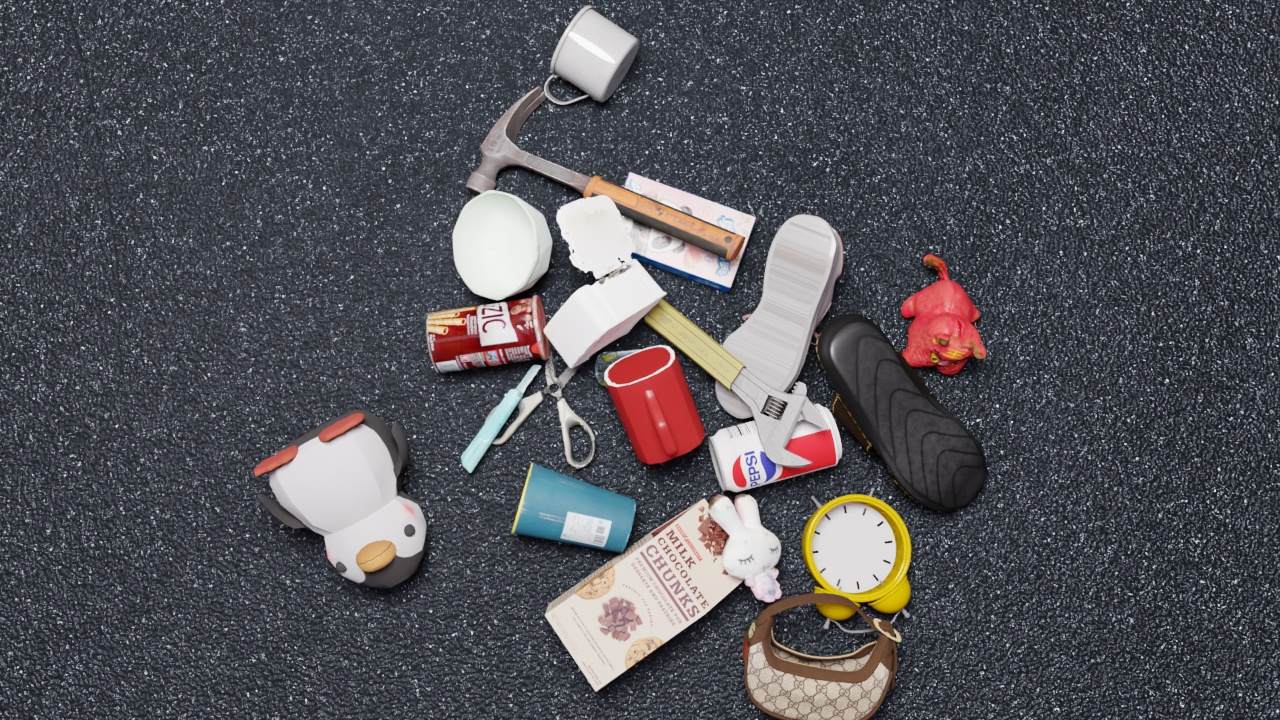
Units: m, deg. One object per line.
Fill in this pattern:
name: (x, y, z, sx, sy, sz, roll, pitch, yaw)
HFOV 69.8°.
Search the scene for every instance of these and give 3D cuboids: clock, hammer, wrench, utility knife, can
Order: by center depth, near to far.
wrench: (0.089, 0.012, 0.989, 0.273, 0.018, 0.083, 39, 95, 24)
can: (0.146, 0.096, 1.002, 0.132, 0.070, 0.070, -15, 85, -3)
clock: (0.237, 0.219, 1.004, 0.113, 0.052, 0.152, -7, 81, -2)
hammer: (-0.028, -0.193, 1.011, 0.314, 0.035, 0.137, 25, 87, 12)
utility knife: (-0.155, 0.061, 1.014, 0.022, 0.015, 0.141, 34, 88, 27)

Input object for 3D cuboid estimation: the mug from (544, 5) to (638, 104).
mug: (-0.058, -0.332, 1.036, 0.070, 0.084, 0.113, 33, 119, -1)

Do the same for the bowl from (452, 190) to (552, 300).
bowl: (-0.144, -0.126, 1.009, 0.118, 0.061, 0.117, 3, 97, 30)

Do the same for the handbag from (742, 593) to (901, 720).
handbag: (0.192, 0.313, 0.970, 0.166, 0.063, 0.138, 10, 109, 0)

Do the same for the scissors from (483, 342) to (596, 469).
scissors: (-0.104, 0.048, 1.029, 0.157, 0.012, 0.171, -23, 82, -2)

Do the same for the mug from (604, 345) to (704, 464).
mug: (0.017, 0.051, 0.965, 0.080, 0.116, 0.096, -22, 111, 0)

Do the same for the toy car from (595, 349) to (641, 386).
toy car: (-0.006, 0.006, 1.025, 0.089, 0.027, 0.039, -5, 108, -4)

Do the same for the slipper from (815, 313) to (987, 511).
slipper: (0.279, 0.060, 1.006, 0.113, 0.076, 0.268, -44, 103, -10)

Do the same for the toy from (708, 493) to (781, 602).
toy: (0.117, 0.197, 0.975, 0.079, 0.038, 0.122, -9, 72, -43)

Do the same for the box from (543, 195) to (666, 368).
box: (-0.051, -0.092, 0.963, 0.132, 0.152, 0.106, 49, 49, 4)

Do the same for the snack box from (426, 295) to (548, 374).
snack box: (-0.166, -0.028, 1.002, 0.121, 0.072, 0.072, -8, 85, 2)

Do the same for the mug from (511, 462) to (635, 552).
mug: (-0.070, 0.164, 0.991, 0.121, 0.078, 0.078, 16, 85, -4)

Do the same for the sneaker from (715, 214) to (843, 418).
sneaker: (0.162, -0.045, 1.012, 0.099, 0.089, 0.236, 32, 110, 26)

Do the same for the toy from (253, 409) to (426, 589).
toy: (-0.297, 0.151, 0.974, 0.159, 0.140, 0.184, -28, 101, -4)

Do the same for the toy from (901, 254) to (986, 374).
toy: (0.340, -0.054, 1.008, 0.088, 0.094, 0.133, 0, 83, -1)

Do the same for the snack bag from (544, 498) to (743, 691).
snack bag: (0.011, 0.247, 0.986, 0.206, 0.070, 0.094, -34, 87, -4)

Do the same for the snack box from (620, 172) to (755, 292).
snack box: (0.044, -0.144, 1.039, 0.154, 0.033, 0.088, 20, 86, 0)
